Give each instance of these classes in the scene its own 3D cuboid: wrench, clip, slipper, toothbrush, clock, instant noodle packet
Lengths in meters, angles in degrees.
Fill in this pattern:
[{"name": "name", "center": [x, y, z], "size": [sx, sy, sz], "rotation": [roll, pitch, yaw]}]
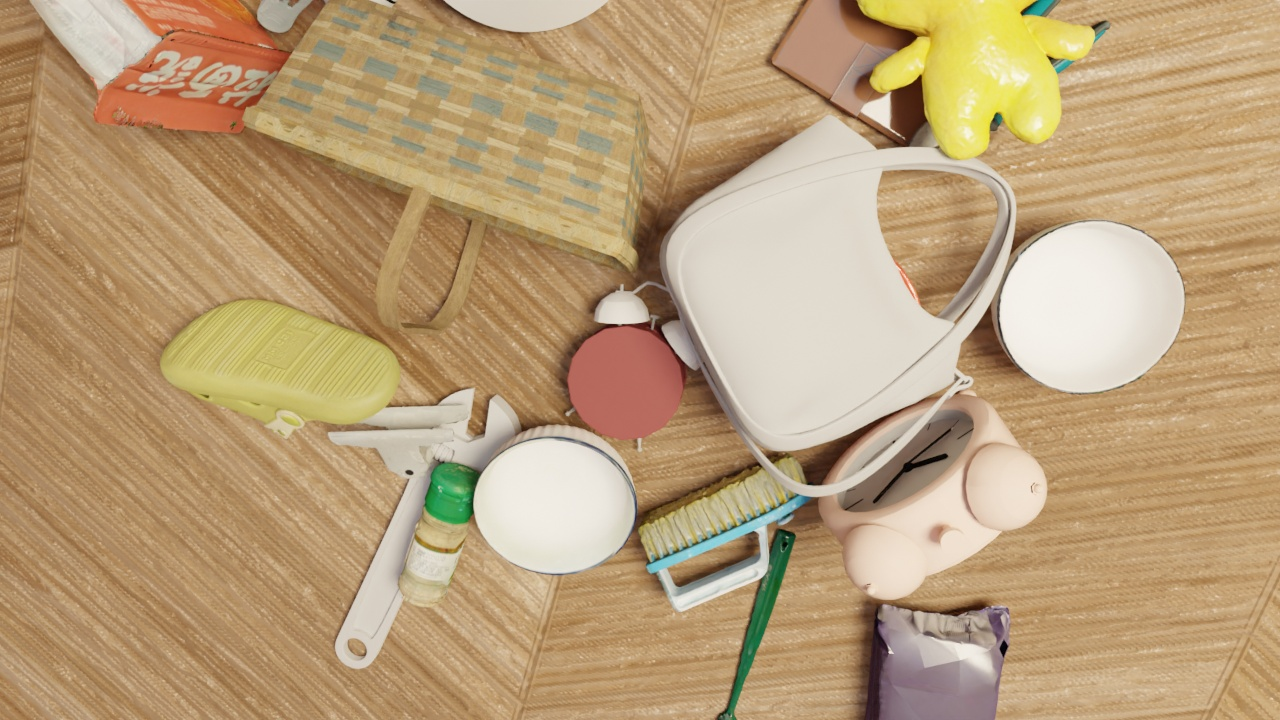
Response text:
[{"name": "wrench", "center": [-0.176, 0.144, 0.741], "size": [0.087, 0.018, 0.274], "rotation": [27, 105, 2]}, {"name": "clip", "center": [-0.203, -0.283, 0.599], "size": [0.027, 0.164, 0.106], "rotation": [25, 73, -36]}, {"name": "slipper", "center": [-0.267, 0.013, 0.703], "size": [0.191, 0.091, 0.082], "rotation": [12, 143, 15]}, {"name": "toothbrush", "center": [0.088, 0.221, 0.718], "size": [0.016, 0.017, 0.190], "rotation": [16, 103, 5]}, {"name": "clock", "center": [0.190, 0.090, 0.603], "size": [0.131, 0.160, 0.086], "rotation": [-36, 95, 13]}, {"name": "clock", "center": [-0.004, 0.004, 0.673], "size": [0.087, 0.044, 0.125], "rotation": [26, 104, 2]}, {"name": "clip", "center": [-0.179, 0.059, 0.701], "size": [0.102, 0.054, 0.057], "rotation": [-2, 67, 13]}, {"name": "instant noodle packet", "center": [-0.355, -0.264, 0.608], "size": [0.084, 0.164, 0.221], "rotation": [-39, 94, 15]}]

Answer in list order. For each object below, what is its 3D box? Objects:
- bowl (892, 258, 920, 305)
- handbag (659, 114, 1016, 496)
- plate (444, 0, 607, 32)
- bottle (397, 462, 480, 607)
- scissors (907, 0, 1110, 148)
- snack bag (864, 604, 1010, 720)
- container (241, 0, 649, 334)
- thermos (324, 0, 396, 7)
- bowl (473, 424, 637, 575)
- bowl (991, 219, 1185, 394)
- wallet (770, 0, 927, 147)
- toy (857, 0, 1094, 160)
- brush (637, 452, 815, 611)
[{"name": "bowl", "center": [0.129, -0.024, 0.647], "size": [0.130, 0.045, 0.130], "rotation": [2, 102, 8]}, {"name": "handbag", "center": [0.141, -0.046, 0.592], "size": [0.222, 0.095, 0.216], "rotation": [-27, 98, 0]}, {"name": "plate", "center": [-0.068, -0.292, 0.580], "size": [0.174, 0.036, 0.174], "rotation": [-9, 127, -12]}, {"name": "bottle", "center": [-0.154, 0.135, 0.704], "size": [0.043, 0.043, 0.111], "rotation": [22, 107, 3]}, {"name": "scissors", "center": [0.240, -0.192, 0.605], "size": [0.131, 0.019, 0.150], "rotation": [1, 108, -3]}, {"name": "snack bag", "center": [0.218, 0.280, 0.690], "size": [0.096, 0.058, 0.205], "rotation": [4, 103, 8]}, {"name": "container", "center": [-0.122, -0.107, 0.615], "size": [0.250, 0.157, 0.186], "rotation": [20, 92, 4]}, {"name": "thermos", "center": [-0.128, -0.321, 0.610], "size": [0.073, 0.073, 0.240], "rotation": [44, 105, -2]}, {"name": "bowl", "center": [-0.061, 0.094, 0.684], "size": [0.118, 0.062, 0.118], "rotation": [0, 115, 0]}, {"name": "bowl", "center": [0.291, -0.039, 0.612], "size": [0.113, 0.063, 0.113], "rotation": [2, 102, 8]}, {"name": "wallet", "center": [0.161, -0.208, 0.622], "size": [0.121, 0.013, 0.087], "rotation": [32, 102, -1]}, {"name": "toy", "center": [0.202, -0.228, 0.564], "size": [0.134, 0.092, 0.207], "rotation": [-10, 90, 6]}, {"name": "brush", "center": [0.071, 0.126, 0.681], "size": [0.136, 0.055, 0.075], "rotation": [-26, 92, 12]}]
